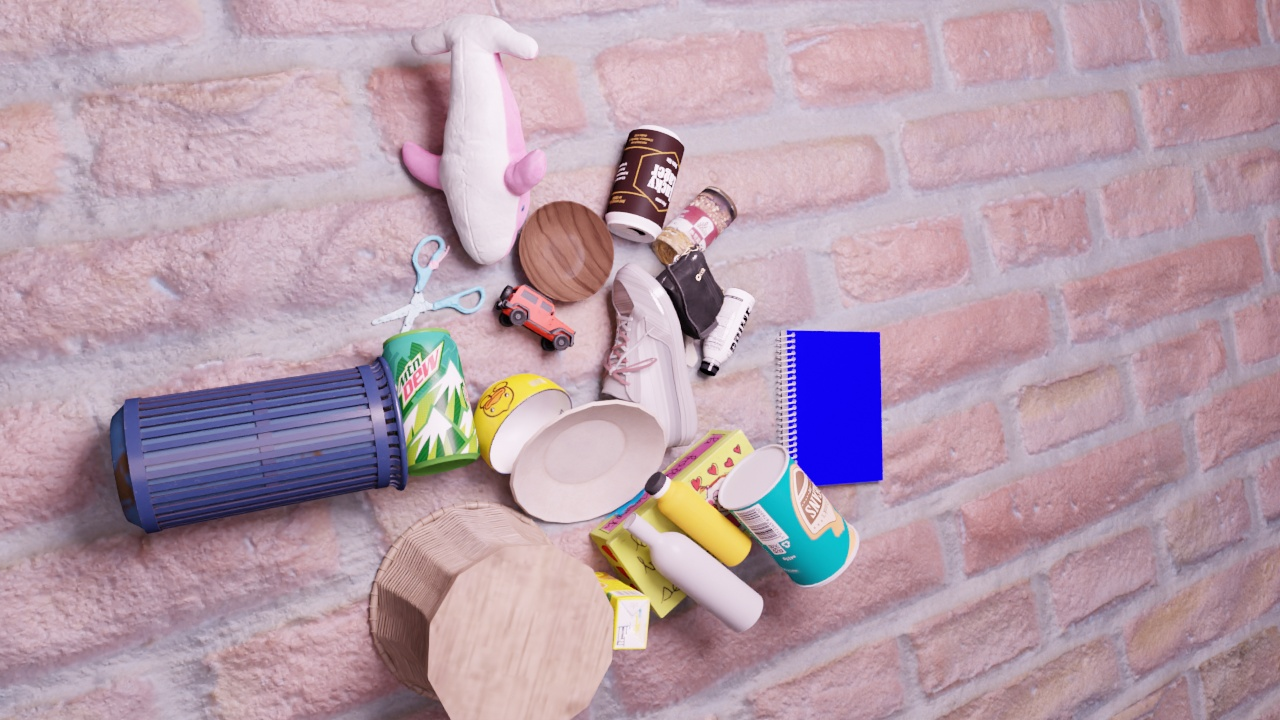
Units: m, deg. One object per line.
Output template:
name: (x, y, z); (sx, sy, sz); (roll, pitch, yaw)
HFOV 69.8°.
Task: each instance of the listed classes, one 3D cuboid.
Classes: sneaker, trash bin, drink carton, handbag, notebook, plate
sneaker: (-0.006, 0.006, 1.092); (0.089, 0.099, 0.236); (-22, 103, -30)
trash bin: (-0.369, 0.083, 0.899); (0.249, 0.139, 0.139); (-9, 92, -23)
drink carton: (-0.036, 0.284, 1.048); (0.043, 0.135, 0.058); (6, 88, -23)
handbag: (0.067, -0.083, 1.117); (0.079, 0.054, 0.128); (-52, 139, -16)
notebook: (0.260, 0.064, 1.258); (0.171, 0.022, 0.209); (0, 88, -27)
plate: (-0.061, 0.113, 1.059); (0.188, 0.027, 0.189); (-14, 132, -16)

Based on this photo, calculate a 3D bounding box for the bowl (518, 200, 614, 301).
bowl: (-0.092, -0.128, 1.091); (0.119, 0.032, 0.119); (1, 88, -25)

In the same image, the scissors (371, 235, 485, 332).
scissors: (-0.232, -0.066, 1.038); (0.118, 0.015, 0.139); (26, 84, -21)

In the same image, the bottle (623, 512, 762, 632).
bottle: (0.057, 0.240, 1.058); (0.195, 0.052, 0.052); (41, 72, -19)

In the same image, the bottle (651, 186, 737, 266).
bottle: (0.068, -0.165, 1.154); (0.105, 0.056, 0.056); (-46, 107, -19)

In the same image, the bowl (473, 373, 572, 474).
bowl: (-0.142, 0.063, 1.032); (0.117, 0.067, 0.117); (-34, 145, -28)

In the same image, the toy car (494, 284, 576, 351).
toy car: (-0.119, -0.049, 1.065); (0.100, 0.051, 0.048); (31, 77, -21)

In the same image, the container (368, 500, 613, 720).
container: (-0.152, 0.272, 0.960); (0.226, 0.196, 0.227); (1, 88, -25)

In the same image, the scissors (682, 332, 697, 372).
scissors: (0.044, -0.007, 1.161); (0.140, 0.015, 0.188); (36, 74, -21)

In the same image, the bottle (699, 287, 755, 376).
bottle: (0.108, -0.035, 1.177); (0.041, 0.041, 0.116); (29, 77, -22)

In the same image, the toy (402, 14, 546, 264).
toy: (-0.165, -0.242, 1.016); (0.127, 0.187, 0.266); (-42, 136, -58)

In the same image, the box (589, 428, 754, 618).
box: (0.059, 0.195, 1.128); (0.220, 0.079, 0.124); (-36, 104, -23)

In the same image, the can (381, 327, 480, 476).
can: (-0.226, 0.044, 0.980); (0.083, 0.083, 0.144); (-9, 77, -25)

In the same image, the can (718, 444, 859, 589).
can: (0.176, 0.185, 1.085); (0.144, 0.099, 0.099); (48, 70, -17)

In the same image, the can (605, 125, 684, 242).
can: (0.005, -0.215, 1.117); (0.072, 0.072, 0.128); (19, 81, -23)

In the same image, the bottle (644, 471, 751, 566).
bottle: (0.065, 0.182, 1.067); (0.143, 0.043, 0.043); (41, 72, -18)
